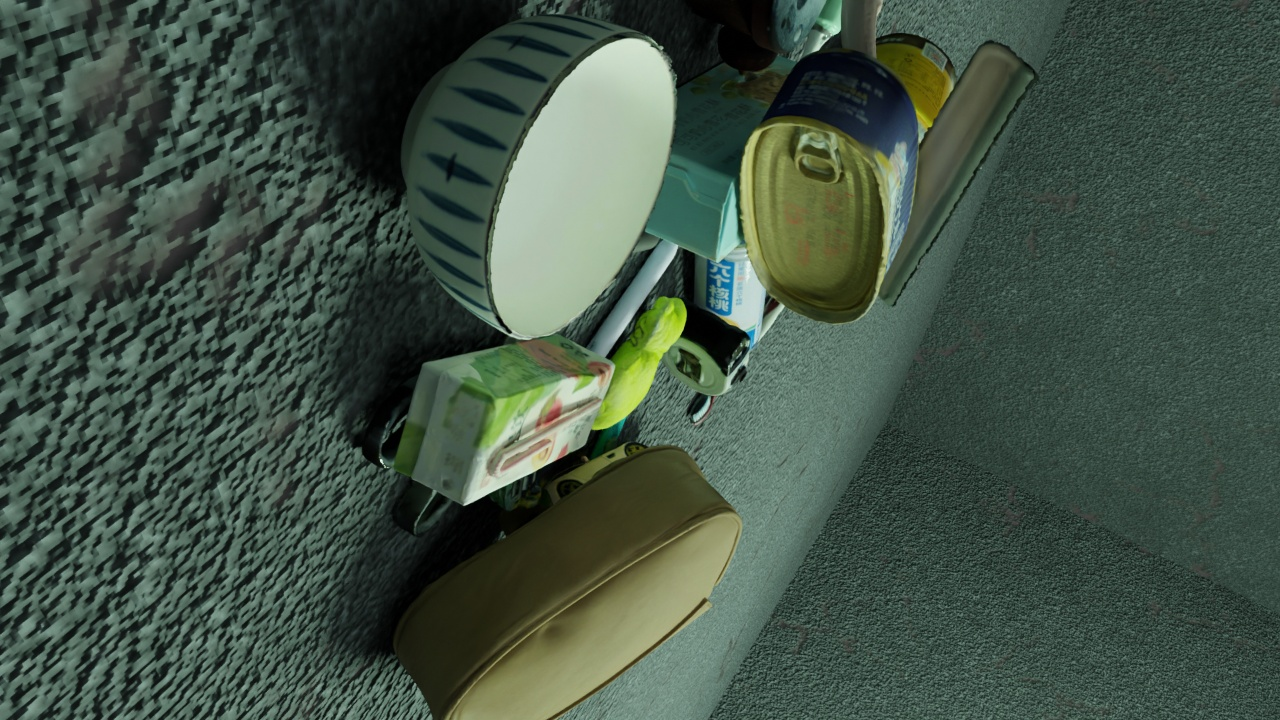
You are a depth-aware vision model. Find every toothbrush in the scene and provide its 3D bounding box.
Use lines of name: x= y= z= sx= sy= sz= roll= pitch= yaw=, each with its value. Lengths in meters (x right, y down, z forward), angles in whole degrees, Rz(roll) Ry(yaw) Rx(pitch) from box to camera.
toothbrush: x=0.009 y=-0.054 z=0.581 sx=0.021 sy=0.029 sz=0.188 roll=46 pitch=68 yaw=-28
toothbrush: x=0.139 y=-0.259 z=0.631 sx=0.026 sy=0.027 sz=0.224 roll=21 pitch=97 yaw=-35
toothbrush: x=0.097 y=-0.011 z=0.880 sx=0.187 sy=0.016 sz=0.017 roll=-52 pitch=149 yaw=-27

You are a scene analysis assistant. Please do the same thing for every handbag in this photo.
handbag: x=-0.040 y=0.137 z=0.544 sx=0.204 sy=0.100 sz=0.148 roll=-30 pitch=144 yaw=-17

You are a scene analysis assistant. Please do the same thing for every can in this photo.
can: x=0.066 y=-0.058 z=0.669 sx=0.053 sy=0.053 sz=0.135 roll=-53 pitch=159 yaw=-26
can: x=0.091 y=-0.078 z=0.443 sx=0.049 sy=0.075 sz=0.148 roll=-60 pitch=157 yaw=-22

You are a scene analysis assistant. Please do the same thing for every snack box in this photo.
snack box: x=0.053 y=-0.122 z=0.516 sx=0.174 sy=0.074 sz=0.052 roll=-43 pitch=153 yaw=-45

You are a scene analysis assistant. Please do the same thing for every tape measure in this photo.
tape measure: x=0.045 y=-0.006 z=0.666 sx=0.033 sy=0.066 sz=0.066 roll=-49 pitch=155 yaw=-25

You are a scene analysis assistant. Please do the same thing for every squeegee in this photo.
squeegee: x=0.124 y=-0.182 z=0.482 sx=0.248 sy=0.040 sz=0.249 roll=78 pitch=8 yaw=-73

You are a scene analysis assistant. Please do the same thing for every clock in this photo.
clock: x=0.067 y=-0.200 z=0.476 sx=0.082 sy=0.055 sz=0.122 roll=-61 pitch=162 yaw=-10

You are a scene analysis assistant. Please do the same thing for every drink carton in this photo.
drink carton: x=-0.058 y=0.024 z=0.429 sx=0.122 sy=0.045 sz=0.053 roll=-19 pitch=131 yaw=-68

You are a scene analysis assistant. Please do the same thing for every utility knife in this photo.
utility knife: x=-0.023 y=0.057 z=0.655 sx=0.187 sy=0.013 sz=0.029 roll=-67 pitch=161 yaw=12

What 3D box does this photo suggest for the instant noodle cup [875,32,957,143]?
instant noodle cup: x=0.199 y=-0.197 z=0.747 sx=0.119 sy=0.118 sz=0.114 roll=93 pitch=23 yaw=-50

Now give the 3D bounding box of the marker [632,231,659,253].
marker: x=-0.022 y=-0.062 z=0.475 sx=0.022 sy=0.020 sz=0.131 roll=-53 pitch=169 yaw=24

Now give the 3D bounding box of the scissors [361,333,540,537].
scissors: x=-0.076 y=0.011 z=0.452 sx=0.177 sy=0.014 sz=0.159 roll=-21 pitch=135 yaw=-65

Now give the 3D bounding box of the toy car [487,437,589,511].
toy car: x=-0.056 y=0.046 z=0.517 sx=0.091 sy=0.036 sz=0.043 roll=-39 pitch=149 yaw=-48

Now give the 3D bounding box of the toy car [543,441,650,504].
toy car: x=-0.035 y=0.092 z=0.624 sx=0.122 sy=0.037 sz=0.056 roll=-24 pitch=139 yaw=-49

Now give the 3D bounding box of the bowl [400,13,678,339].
bowl: x=-0.044 y=-0.073 z=0.339 sx=0.116 sy=0.066 sz=0.117 roll=-50 pitch=157 yaw=-31

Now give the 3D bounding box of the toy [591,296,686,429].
toy: x=-0.004 y=0.003 z=0.595 sx=0.100 sy=0.031 sz=0.096 roll=-59 pitch=169 yaw=12
